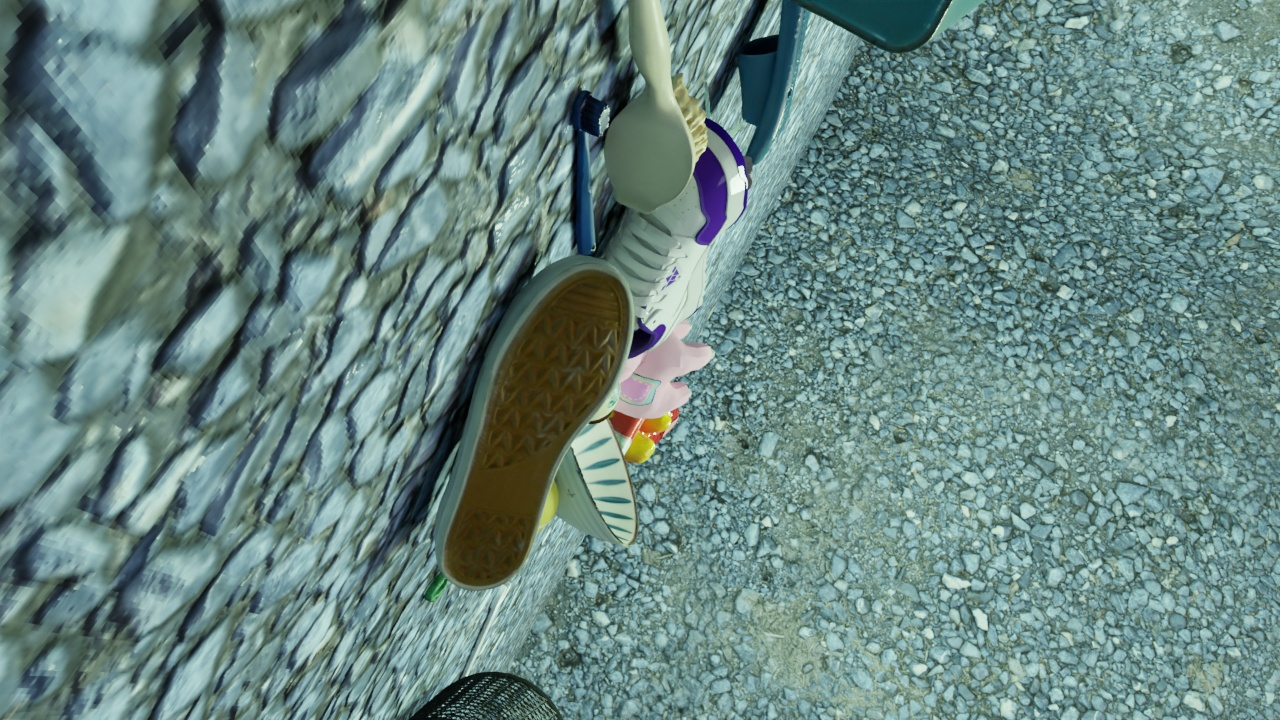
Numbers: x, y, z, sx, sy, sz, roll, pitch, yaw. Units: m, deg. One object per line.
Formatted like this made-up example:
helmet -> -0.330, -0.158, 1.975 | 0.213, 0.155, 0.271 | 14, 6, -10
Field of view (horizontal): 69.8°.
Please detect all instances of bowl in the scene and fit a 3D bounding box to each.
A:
bowl -> -0.067, 0.104, 0.882 | 0.071, 0.177, 0.177 | -21, -178, 10

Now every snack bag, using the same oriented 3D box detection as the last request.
snack bag -> -0.029, 0.054, 1.123 | 0.115, 0.077, 0.036 | -59, 169, -23

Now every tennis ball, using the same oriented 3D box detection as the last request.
tennis ball -> -0.104, 0.119, 0.797 | 0.065, 0.065, 0.065 | -60, 175, -9

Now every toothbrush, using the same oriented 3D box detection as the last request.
toothbrush -> -0.031, -0.106, 0.563 | 0.016, 0.017, 0.190 | -59, 175, -16

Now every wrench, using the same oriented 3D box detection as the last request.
wrench -> -0.245, 0.429, 1.407 | 0.274, 0.009, 0.047 | -65, 174, 34

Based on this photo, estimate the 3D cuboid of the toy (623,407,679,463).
toy -> -0.021, 0.092, 1.237 | 0.148, 0.099, 0.215 | -26, -174, 21

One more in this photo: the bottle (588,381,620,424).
bottle -> -0.046, 0.013, 0.748 | 0.056, 0.056, 0.162 | -60, 168, -15

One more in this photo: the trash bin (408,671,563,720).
trash bin -> -0.211, 0.497, 1.093 | 0.216, 0.217, 0.243 | -60, 168, -9

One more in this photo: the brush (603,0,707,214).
brush -> 0.004, -0.157, 0.477 | 0.272, 0.062, 0.077 | 78, 25, -76

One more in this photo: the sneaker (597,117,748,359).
sneaker -> 0.004, -0.083, 0.721 | 0.110, 0.092, 0.245 | -44, 163, -28

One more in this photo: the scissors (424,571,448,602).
scissors -> -0.155, 0.161, 0.827 | 0.125, 0.011, 0.128 | -55, 172, -45

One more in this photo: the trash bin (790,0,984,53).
trash bin -> 0.213, -0.363, 0.704 | 0.217, 0.196, 0.200 | -48, 166, -41

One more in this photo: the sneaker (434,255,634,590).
sneaker -> -0.082, 0.034, 0.608 | 0.236, 0.087, 0.079 | -66, -151, 13

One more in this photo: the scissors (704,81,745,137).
scissors -> 0.062, -0.173, 0.790 | 0.128, 0.014, 0.133 | 149, -65, -62

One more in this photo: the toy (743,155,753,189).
toy -> 0.047, -0.155, 0.752 | 0.112, 0.050, 0.087 | -144, -135, -68

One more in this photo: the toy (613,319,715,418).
toy -> -0.005, 0.005, 0.892 | 0.157, 0.067, 0.124 | -9, 140, -41

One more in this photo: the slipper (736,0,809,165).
slipper -> 0.125, -0.294, 0.873 | 0.103, 0.059, 0.214 | -62, 164, -61
